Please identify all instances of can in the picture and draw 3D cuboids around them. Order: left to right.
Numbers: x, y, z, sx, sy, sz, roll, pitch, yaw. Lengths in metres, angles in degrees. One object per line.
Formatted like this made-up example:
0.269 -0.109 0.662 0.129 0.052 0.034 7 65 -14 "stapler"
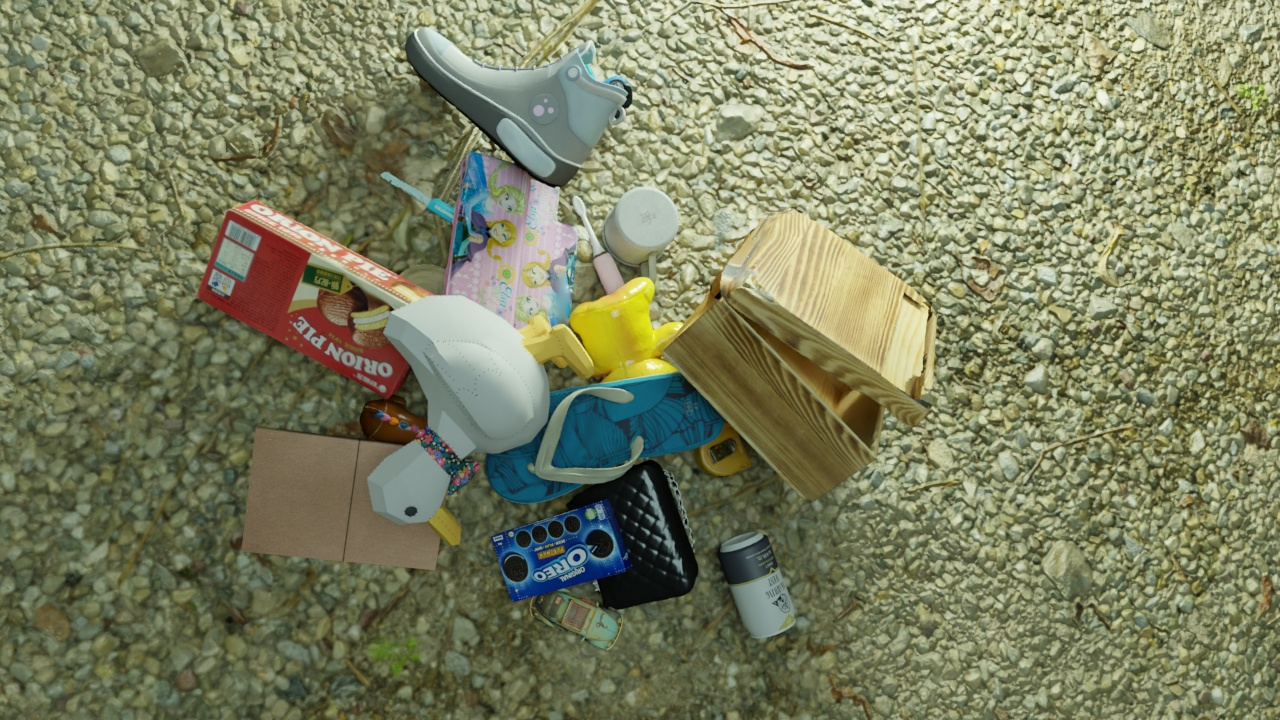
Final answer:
-0.248 -0.066 1.064 0.086 0.043 0.086 2 82 -13 "can"
0.142 0.274 1.101 0.064 0.064 0.127 -20 88 -15 "can"

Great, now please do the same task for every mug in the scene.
0.004 -0.150 1.120 0.084 0.071 0.113 -14 84 -15 "mug"

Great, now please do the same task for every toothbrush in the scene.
-0.035 -0.100 1.127 0.027 0.026 0.222 -24 89 -8 "toothbrush"

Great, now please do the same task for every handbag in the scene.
-0.009 0.203 1.078 0.125 0.114 0.153 -21 91 8 "handbag"

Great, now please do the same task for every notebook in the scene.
-0.322 0.154 1.014 0.209 0.008 0.141 9 100 -12 "notebook"

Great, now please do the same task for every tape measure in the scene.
0.098 0.112 1.130 0.058 0.030 0.068 -24 88 -17 "tape measure"

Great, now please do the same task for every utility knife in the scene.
-0.235 -0.177 1.097 0.169 0.015 0.022 29 107 -7 "utility knife"

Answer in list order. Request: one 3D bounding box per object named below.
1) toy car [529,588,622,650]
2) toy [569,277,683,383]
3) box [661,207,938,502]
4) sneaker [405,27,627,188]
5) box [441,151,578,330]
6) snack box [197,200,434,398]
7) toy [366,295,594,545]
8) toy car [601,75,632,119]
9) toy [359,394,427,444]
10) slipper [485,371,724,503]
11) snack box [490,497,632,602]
-0.072 0.295 1.057 0.112 0.047 0.047 25 77 -7 "toy car"
-0.006 0.006 1.071 0.134 0.087 0.194 -16 95 12 "toy"
0.186 -0.035 1.028 0.247 0.176 0.278 44 32 -3 "box"
-0.140 -0.332 1.061 0.256 0.093 0.160 44 102 5 "sneaker"
-0.146 -0.119 1.079 0.159 0.035 0.230 12 72 -25 "box"
-0.347 -0.066 0.998 0.236 0.060 0.113 28 110 -3 "snack box"
-0.184 0.047 0.960 0.267 0.141 0.247 -35 114 -16 "toy"
-0.065 -0.312 1.132 0.120 0.056 0.043 -30 68 -10 "toy car"
-0.264 0.071 1.014 0.090 0.103 0.070 18 74 -4 "toy"
-0.052 0.080 1.016 0.295 0.060 0.118 -17 82 17 "slipper"
-0.090 0.215 1.033 0.150 0.027 0.082 -21 85 21 "snack box"
